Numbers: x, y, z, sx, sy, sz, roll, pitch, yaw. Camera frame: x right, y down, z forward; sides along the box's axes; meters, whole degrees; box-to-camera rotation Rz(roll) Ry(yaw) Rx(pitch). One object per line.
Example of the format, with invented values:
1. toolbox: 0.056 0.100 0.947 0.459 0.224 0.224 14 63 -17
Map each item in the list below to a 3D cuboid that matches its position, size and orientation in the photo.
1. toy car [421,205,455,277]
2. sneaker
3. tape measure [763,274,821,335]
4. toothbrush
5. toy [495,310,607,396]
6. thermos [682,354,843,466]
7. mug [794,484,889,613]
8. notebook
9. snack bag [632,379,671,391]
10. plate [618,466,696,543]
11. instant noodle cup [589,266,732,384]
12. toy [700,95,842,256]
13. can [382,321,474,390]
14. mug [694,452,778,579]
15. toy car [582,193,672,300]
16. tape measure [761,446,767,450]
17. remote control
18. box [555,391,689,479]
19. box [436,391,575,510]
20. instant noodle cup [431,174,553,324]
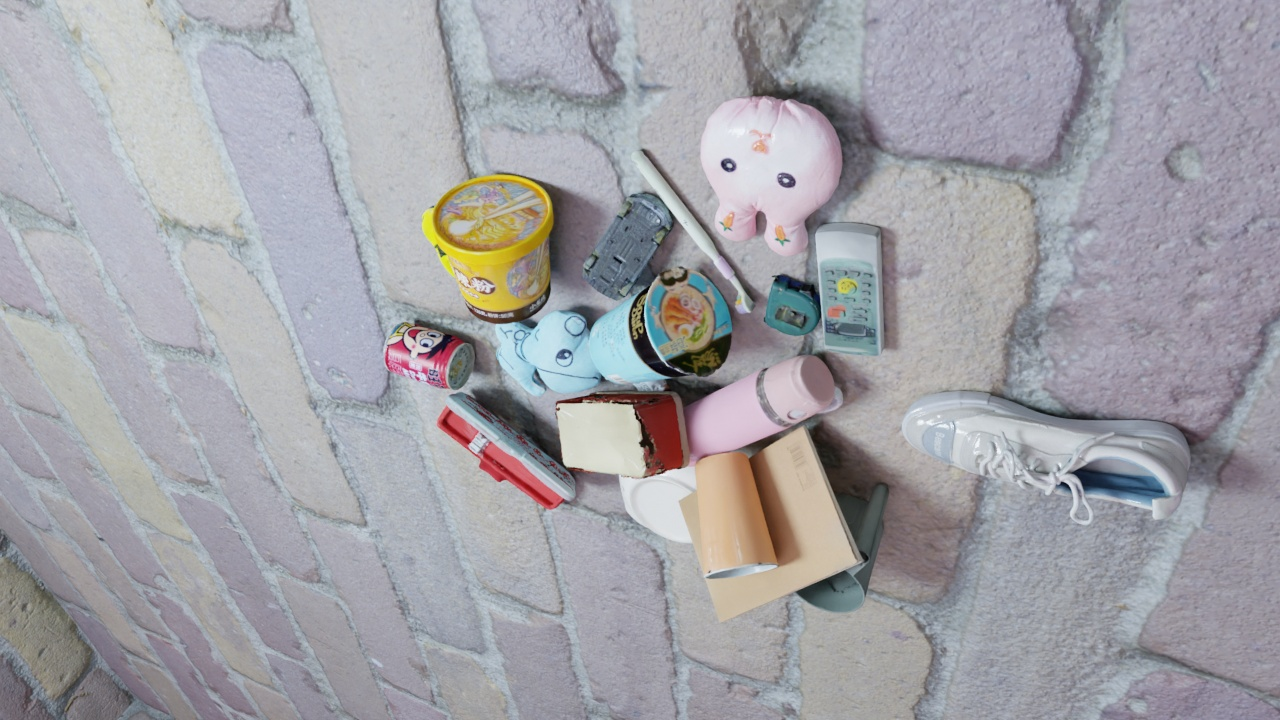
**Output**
1. toy car: -0.205 -0.122 1.015 0.048 0.032 0.105 -14 117 39
2. sneaker: 0.354 0.092 0.826 0.243 0.090 0.090 7 130 27
3. tape measure: 0.145 -0.049 0.874 0.054 0.025 0.058 20 136 16
4. toothbrush: 0.050 -0.121 0.872 0.020 0.029 0.189 -38 107 2
5. toy: -0.101 -0.005 1.044 0.156 0.049 0.162 26 138 15
6. thermos: 0.118 0.056 0.962 0.087 0.067 0.199 23 144 -34
7. mug: 0.223 0.198 0.990 0.083 0.103 0.124 32 136 2
8. notebook: 0.131 0.181 0.991 0.212 0.012 0.149 -39 62 41
9. snack bag: -0.006 0.006 1.012 0.104 0.026 0.048 45 149 -13
10. plate: 0.044 0.174 1.128 0.164 0.034 0.164 11 131 23
11. instant noodle cup: 0.012 -0.026 0.926 0.111 0.111 0.121 50 144 -17
12. toy: 0.110 -0.153 0.786 0.121 0.054 0.160 17 142 18
13. can: -0.259 -0.004 1.126 0.094 0.066 0.067 17 134 18
14. mug: 0.096 0.163 0.971 0.078 0.122 0.078 -7 160 -3
15. toy car: -0.012 -0.113 0.906 0.054 0.036 0.121 36 127 -1
16. tape measure: 0.155 0.119 1.014 0.057 0.028 0.060 35 134 -1
17. remote control: 0.192 -0.063 0.837 0.056 0.019 0.135 8 131 26
18. box: -0.030 0.083 1.008 0.169 0.077 0.091 -3 97 54
19. box: -0.170 0.115 1.183 0.201 0.065 0.160 38 157 -4
20. instant noodle cup: -0.143 -0.109 0.935 0.118 0.118 0.115 18 143 17
